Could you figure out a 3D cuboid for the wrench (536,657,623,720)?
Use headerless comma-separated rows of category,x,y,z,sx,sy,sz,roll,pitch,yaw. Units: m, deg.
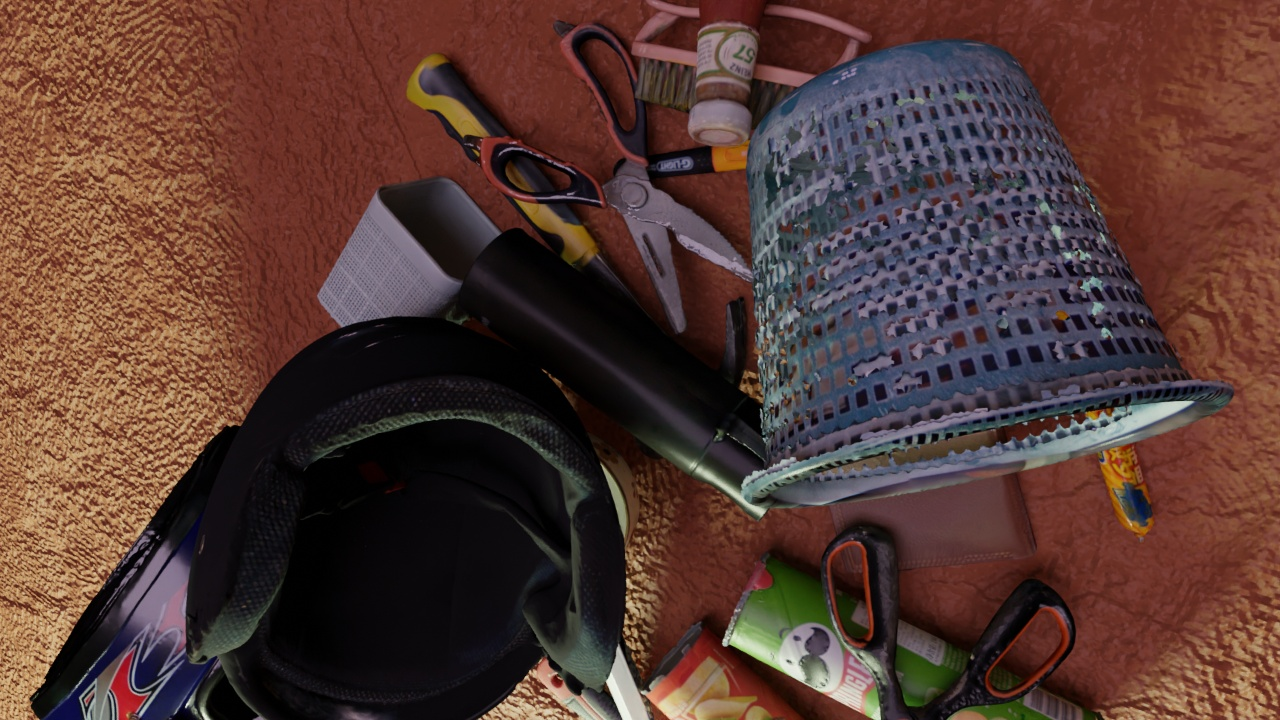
wrench,0.028,0.326,0.739,0.273,0.016,0.056,31,115,13

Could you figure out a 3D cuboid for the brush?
brush,0.062,-0.179,0.553,0.146,0.063,0.073,19,112,20

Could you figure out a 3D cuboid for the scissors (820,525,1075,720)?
scissors,0.172,0.208,0.562,0.229,0.022,0.220,-24,74,4

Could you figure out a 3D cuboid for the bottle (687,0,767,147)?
bottle,0.054,-0.221,0.506,0.060,0.059,0.206,4,83,23

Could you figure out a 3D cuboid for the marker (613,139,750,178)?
marker,0.037,-0.131,0.603,0.124,0.015,0.018,-2,98,26

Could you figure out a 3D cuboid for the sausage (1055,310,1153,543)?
sausage,0.275,0.032,0.543,0.021,0.021,0.165,-17,98,27

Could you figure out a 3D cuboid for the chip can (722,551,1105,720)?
chip can,0.175,0.210,0.610,0.236,0.072,0.072,23,113,15

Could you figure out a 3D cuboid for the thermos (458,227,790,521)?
thermos,-0.003,0.003,0.586,0.242,0.090,0.068,35,74,11

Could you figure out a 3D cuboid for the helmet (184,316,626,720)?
helmet,-0.140,0.105,0.563,0.233,0.230,0.275,14,119,-21

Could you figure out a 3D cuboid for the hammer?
hammer,-0.048,-0.088,0.645,0.126,0.031,0.323,-42,86,27

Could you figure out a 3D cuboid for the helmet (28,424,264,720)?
helmet,-0.300,0.217,0.727,0.240,0.246,0.316,34,119,-21

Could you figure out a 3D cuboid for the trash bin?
trash bin,0.147,-0.042,0.473,0.227,0.226,0.195,-18,72,27

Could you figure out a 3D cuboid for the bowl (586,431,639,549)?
bowl,-0.048,0.100,0.681,0.114,0.062,0.113,6,106,23

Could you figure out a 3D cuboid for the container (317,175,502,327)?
container,-0.166,-0.061,0.673,0.090,0.089,0.112,48,120,5

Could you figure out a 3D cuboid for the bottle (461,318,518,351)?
bottle,-0.120,0.044,0.701,0.067,0.066,0.150,21,119,17

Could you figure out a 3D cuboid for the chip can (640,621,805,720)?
chip can,0.101,0.290,0.667,0.216,0.073,0.073,41,117,8

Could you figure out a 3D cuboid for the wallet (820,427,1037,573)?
wallet,0.182,0.087,0.596,0.125,0.032,0.101,-11,103,26

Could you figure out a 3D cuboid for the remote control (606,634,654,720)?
remote control,-0.017,0.230,0.698,0.024,0.049,0.125,-19,112,-2

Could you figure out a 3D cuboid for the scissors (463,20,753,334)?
scissors,-0.018,-0.123,0.603,0.226,0.015,0.189,13,91,10
